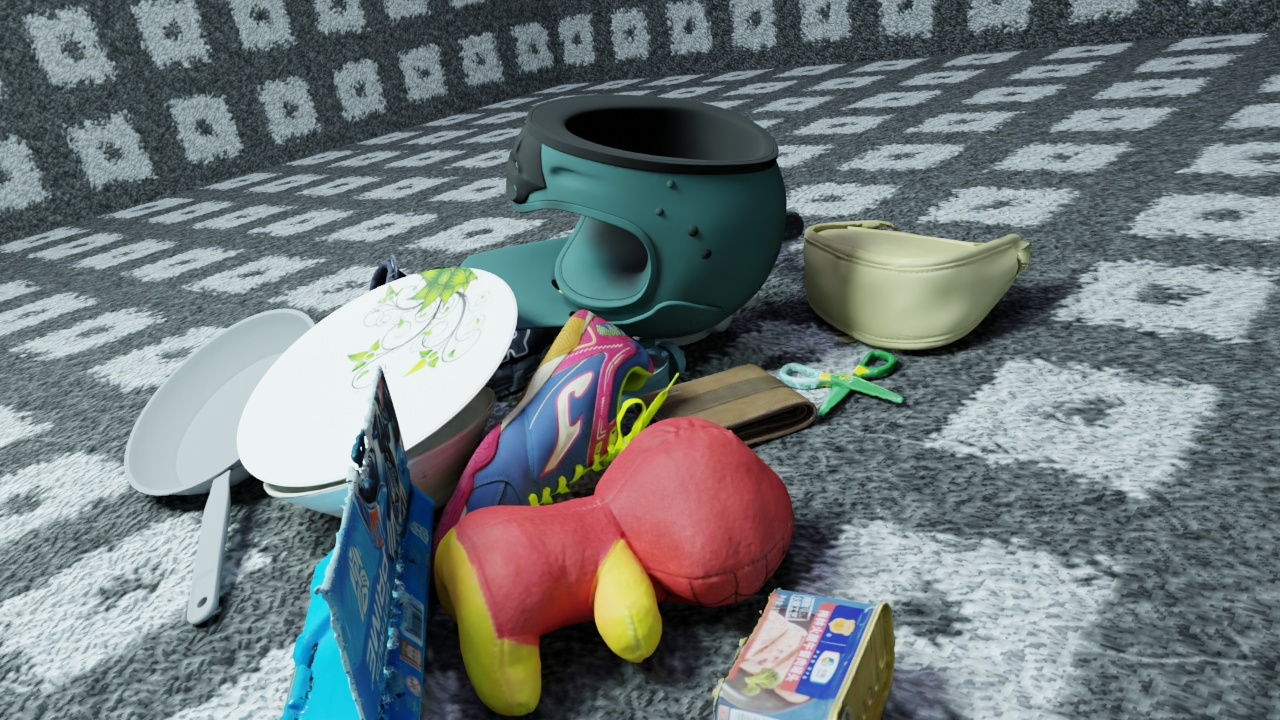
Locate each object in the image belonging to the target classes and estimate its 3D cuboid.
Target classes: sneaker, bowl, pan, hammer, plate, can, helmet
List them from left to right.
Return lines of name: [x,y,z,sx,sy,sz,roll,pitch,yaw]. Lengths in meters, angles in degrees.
pan: [-0.335,0.081,0.746,0.201,0.051,0.356,-32,42,2]
plate: [-0.192,0.014,0.690,0.230,0.030,0.228,-16,38,13]
bowl: [-0.182,0.081,0.683,0.177,0.058,0.176,-17,15,5]
sneaker: [-0.188,-0.032,0.848,0.251,0.151,0.097,-28,28,-37]
sneaker: [-0.061,0.066,0.645,0.091,0.117,0.241,34,55,-4]
helmet: [-0.011,-0.106,0.787,0.274,0.201,0.176,-4,39,-24]
hammer: [0.134,-0.141,1.002,0.140,0.036,0.326,-16,6,-1]
can: [0.078,0.153,0.431,0.059,0.054,0.099,2,25,29]

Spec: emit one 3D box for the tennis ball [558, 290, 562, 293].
tennis ball: [-0.056,-0.071,0.993,0.065,0.065,0.065,-8,23,3]

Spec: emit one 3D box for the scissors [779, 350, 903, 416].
scissors: [0.166,0.017,0.766,0.130,0.011,0.125,4,25,33]

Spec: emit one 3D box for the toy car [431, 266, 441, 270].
toy car: [-0.230,-0.068,0.947,0.092,0.036,0.042,-12,25,22]

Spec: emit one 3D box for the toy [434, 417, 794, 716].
toy: [-0.010,0.106,0.533,0.216,0.099,0.147,-23,33,-16]

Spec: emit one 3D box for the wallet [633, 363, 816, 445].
wallet: [0.065,0.038,0.734,0.121,0.027,0.098,-15,25,-17]

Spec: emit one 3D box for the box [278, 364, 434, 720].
box: [-0.139,0.124,0.484,0.070,0.171,0.243,15,18,-16]

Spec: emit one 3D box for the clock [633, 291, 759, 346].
clock: [0.042,-0.056,0.936,0.159,0.061,0.119,-6,23,-4]

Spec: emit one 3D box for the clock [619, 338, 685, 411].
clock: [-0.005,0.005,0.826,0.087,0.042,0.122,-2,26,17]

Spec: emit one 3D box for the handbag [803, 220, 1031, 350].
handbag: [0.248,-0.083,0.886,0.190,0.089,0.233,-15,20,-24]
